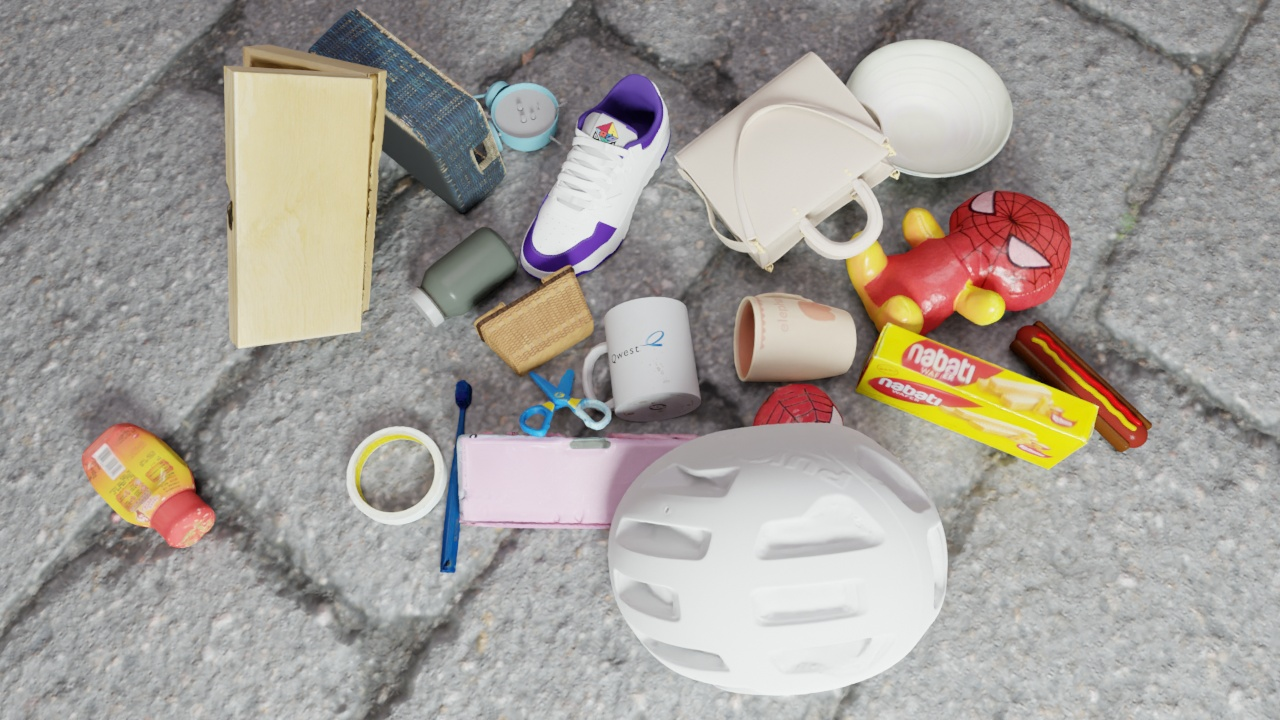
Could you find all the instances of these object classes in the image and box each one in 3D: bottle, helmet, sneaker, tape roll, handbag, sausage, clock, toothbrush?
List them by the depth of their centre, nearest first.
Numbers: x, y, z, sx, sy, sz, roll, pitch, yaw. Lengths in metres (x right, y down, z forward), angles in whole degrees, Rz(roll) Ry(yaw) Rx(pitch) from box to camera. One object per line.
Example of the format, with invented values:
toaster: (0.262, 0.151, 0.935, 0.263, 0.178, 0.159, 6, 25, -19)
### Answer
helmet: (0.111, 0.167, 0.771, 0.282, 0.183, 0.224, -1, 93, 12)
bottle: (-0.465, 0.121, 0.873, 0.134, 0.048, 0.071, 38, 75, 15)
tape roll: (-0.235, 0.111, 0.887, 0.094, 0.019, 0.094, -1, 68, 1)
toothbrush: (-0.179, 0.109, 0.888, 0.016, 0.017, 0.189, 0, 69, 2)
sausage: (0.427, 0.024, 0.893, 0.040, 0.040, 0.155, -37, 72, -12)
handbag: (0.162, -0.178, 0.920, 0.195, 0.101, 0.197, -37, 64, 7)
bottle: (-0.182, -0.084, 0.940, 0.108, 0.060, 0.060, -41, 73, -13)
sneaker: (-0.044, -0.194, 0.951, 0.092, 0.111, 0.243, 27, 72, 11)
clock: (-0.147, -0.272, 1.021, 0.123, 0.042, 0.087, 5, 69, 2)

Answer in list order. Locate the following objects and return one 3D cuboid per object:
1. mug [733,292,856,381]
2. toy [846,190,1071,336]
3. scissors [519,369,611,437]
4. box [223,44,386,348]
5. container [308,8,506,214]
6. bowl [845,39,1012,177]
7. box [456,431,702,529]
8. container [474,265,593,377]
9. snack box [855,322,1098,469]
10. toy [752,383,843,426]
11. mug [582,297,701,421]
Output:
mug: (0.149, -0.029, 0.906, 0.104, 0.085, 0.111, 3, 39, -8)
toy: (0.320, -0.093, 0.910, 0.216, 0.099, 0.147, -18, 67, -4)
scissors: (-0.068, 0.036, 0.877, 0.109, 0.018, 0.130, 6, 29, 4)
box: (-0.317, -0.153, 0.866, 0.142, 0.249, 0.179, 5, 25, -11)
container: (-0.241, -0.256, 0.962, 0.187, 0.145, 0.071, 39, 78, 15)
bowl: (0.305, -0.259, 0.996, 0.177, 0.058, 0.176, -1, 68, 1)
box: (-0.053, 0.108, 0.851, 0.232, 0.080, 0.099, 2, 68, 2)
container: (-0.101, -0.036, 0.920, 0.114, 0.063, 0.061, -32, 79, -11)
snack box: (0.310, 0.035, 0.863, 0.201, 0.092, 0.042, 23, 71, 10)
toy: (0.161, 0.085, 0.867, 0.092, 0.062, 0.133, -37, 84, -5)
mug: (-0.005, 0.005, 0.897, 0.120, 0.083, 0.096, -17, 67, 24)
